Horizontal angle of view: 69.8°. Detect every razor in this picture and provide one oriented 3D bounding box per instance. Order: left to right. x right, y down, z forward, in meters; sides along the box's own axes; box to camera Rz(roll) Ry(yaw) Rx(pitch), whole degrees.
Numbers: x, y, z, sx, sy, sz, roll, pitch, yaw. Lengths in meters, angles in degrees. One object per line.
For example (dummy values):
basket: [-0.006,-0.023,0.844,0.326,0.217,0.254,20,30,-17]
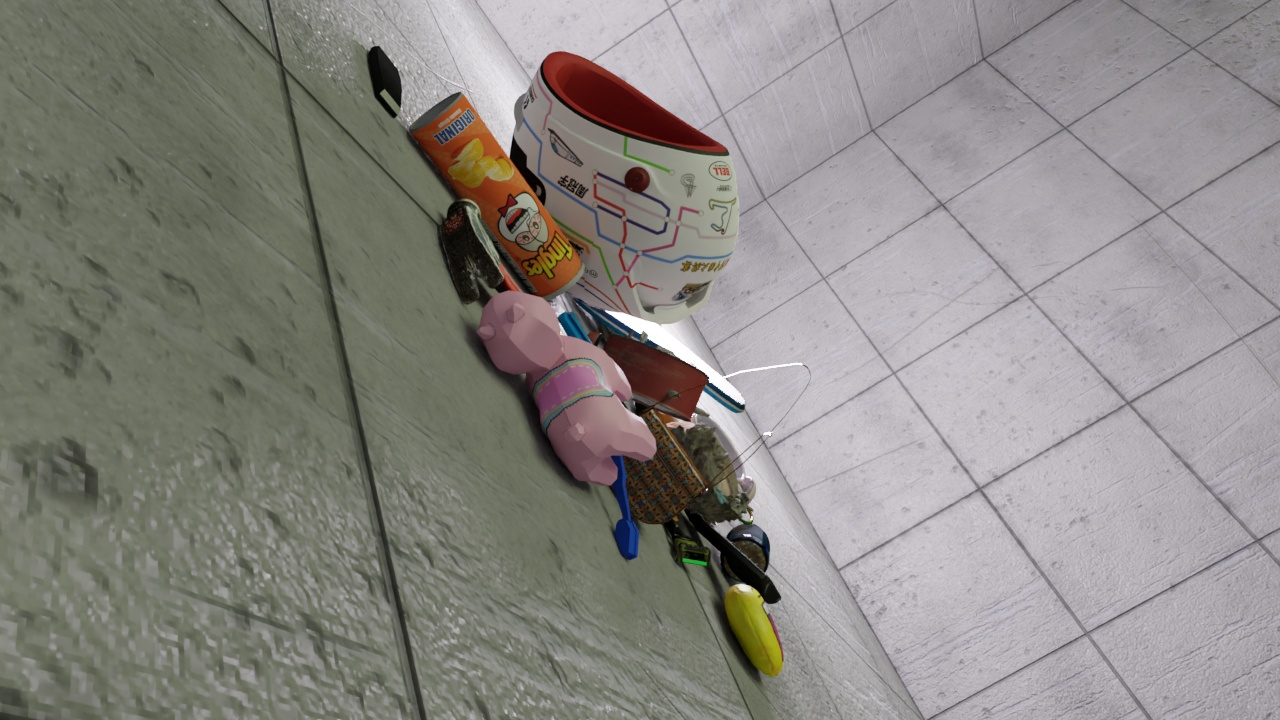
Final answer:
razor: [0.025,0.141,0.902,0.044,0.021,0.144,20,33,-42]

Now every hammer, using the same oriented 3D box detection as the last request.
hammer: [-0.064,0.006,0.809,0.326,0.036,0.140,53,7,-29]

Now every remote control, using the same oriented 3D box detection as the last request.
remote control: [-0.241,-0.265,0.870,0.039,0.010,0.124,52,9,-39]
remote control: [0.094,0.206,0.976,0.140,0.021,0.045,38,-16,47]

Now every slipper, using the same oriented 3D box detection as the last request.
slipper: [0.016,-0.007,1.238,0.295,0.060,0.118,35,18,-15]

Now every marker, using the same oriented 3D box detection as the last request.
marker: [-0.035,0.009,0.776,0.123,0.015,0.018,57,9,17]

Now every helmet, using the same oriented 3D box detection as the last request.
helmet: [-0.033,-0.182,1.059,0.314,0.237,0.230,41,32,27]

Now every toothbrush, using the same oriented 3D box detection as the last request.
toothbrush: [-0.021,0.075,0.748,0.011,0.017,0.186,40,31,-46]

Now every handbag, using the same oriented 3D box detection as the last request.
handbag: [0.058,0.057,0.777,0.093,0.196,0.043,55,13,0]

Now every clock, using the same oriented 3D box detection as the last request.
clock: [-0.005,0.006,0.922,0.157,0.062,0.110,20,-7,29]
clock: [0.086,0.135,1.117,0.158,0.059,0.116,58,18,16]

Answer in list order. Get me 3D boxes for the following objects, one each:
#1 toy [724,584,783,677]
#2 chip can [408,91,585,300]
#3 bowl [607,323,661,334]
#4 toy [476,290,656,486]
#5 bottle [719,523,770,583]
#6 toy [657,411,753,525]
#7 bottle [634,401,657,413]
toy: [0.111,0.261,0.892,0.094,0.041,0.095,64,2,25]
chip can: [-0.138,-0.157,0.905,0.210,0.062,0.062,54,8,-27]
bowl: [-0.012,-0.070,1.350,0.177,0.071,0.177,54,6,-9]
toy: [-0.057,0.020,0.685,0.157,0.067,0.123,44,16,-47]
bottle: [0.127,0.226,1.102,0.056,0.056,0.160,59,6,6]
toy: [0.050,0.108,0.977,0.133,0.076,0.176,65,-8,-24]
bottle: [0.009,0.053,1.133,0.033,0.033,0.123,55,7,-19]
